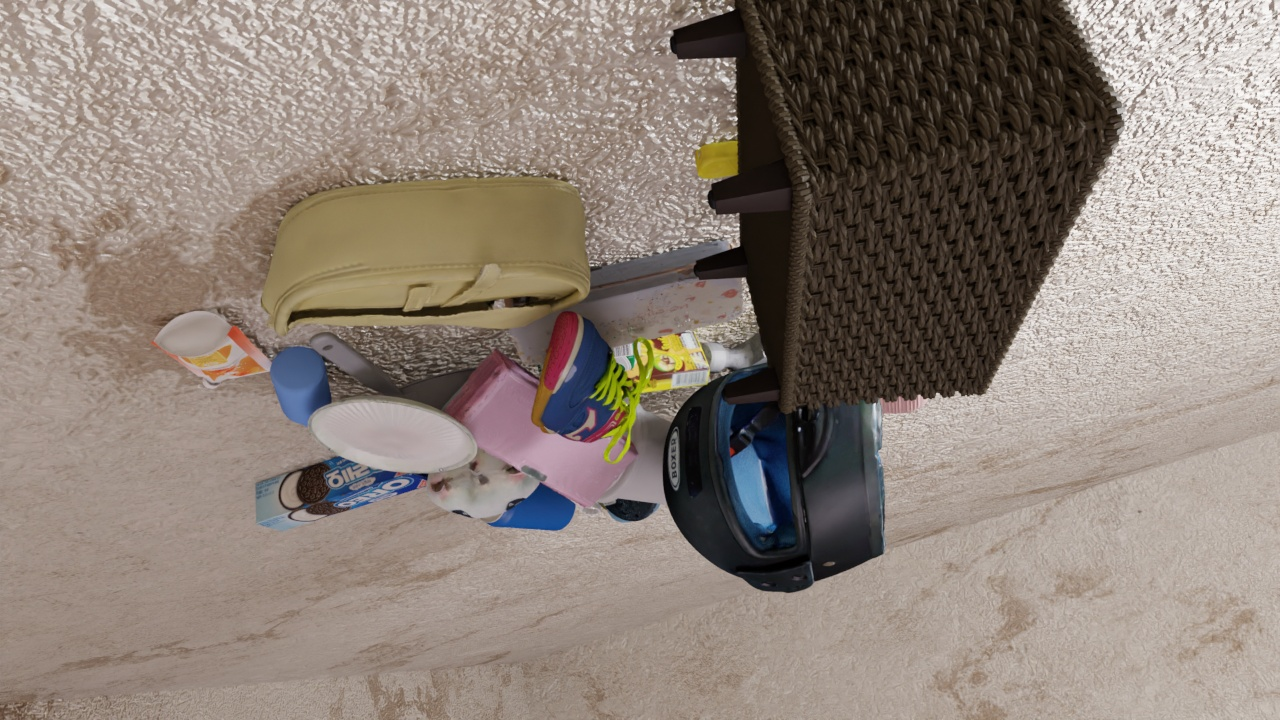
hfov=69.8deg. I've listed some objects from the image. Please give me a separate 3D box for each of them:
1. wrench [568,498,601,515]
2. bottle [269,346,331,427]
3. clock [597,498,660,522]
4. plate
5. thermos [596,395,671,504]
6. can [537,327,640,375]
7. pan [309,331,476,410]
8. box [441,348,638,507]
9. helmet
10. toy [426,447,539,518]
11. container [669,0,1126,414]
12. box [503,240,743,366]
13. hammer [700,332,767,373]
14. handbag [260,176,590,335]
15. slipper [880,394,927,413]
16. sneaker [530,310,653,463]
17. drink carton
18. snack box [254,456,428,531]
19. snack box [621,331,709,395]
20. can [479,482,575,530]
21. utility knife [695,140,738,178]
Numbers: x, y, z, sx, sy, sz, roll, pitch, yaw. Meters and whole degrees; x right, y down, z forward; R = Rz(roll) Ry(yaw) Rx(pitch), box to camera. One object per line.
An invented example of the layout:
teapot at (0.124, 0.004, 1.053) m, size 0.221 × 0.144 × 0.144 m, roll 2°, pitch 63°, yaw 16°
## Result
wrench at (-0.130, 0.146, 1.203) m, size 0.047 × 0.009 × 0.273 m, roll -14°, pitch 142°, yaw 27°
bottle at (-0.325, 0.035, 0.889) m, size 0.048 × 0.048 × 0.131 m, roll -6°, pitch 157°, yaw -16°
clock at (-0.020, 0.164, 1.273) m, size 0.162 × 0.118 × 0.059 m, roll -27°, pitch 177°, yaw 41°
plate at (-0.231, 0.069, 0.865) m, size 0.157 × 0.014 × 0.157 m, roll 3°, pitch 150°, yaw 1°
thermos at (0.030, 0.129, 1.150) m, size 0.221 × 0.131 × 0.132 m, roll 20°, pitch 143°, yaw -34°
can at (-0.053, -0.010, 0.921) m, size 0.101 × 0.053 × 0.053 m, roll -8°, pitch 157°, yaw -12°
pan at (-0.234, 0.042, 0.909) m, size 0.201 × 0.050 × 0.357 m, roll -23°, pitch 165°, yaw 1°
box at (-0.098, 0.077, 0.956) m, size 0.098 × 0.037 × 0.232 m, roll -50°, pitch 134°, yaw 4°
helmet at (0.140, 0.117, 0.990) m, size 0.236 × 0.248 × 0.316 m, roll -4°, pitch 158°, yaw 13°
toy at (-0.185, 0.145, 1.121) m, size 0.139 × 0.101 × 0.180 m, roll -11°, pitch 162°, yaw 2°
container at (0.142, -0.100, 0.626) m, size 0.205 × 0.176 × 0.321 m, roll -11°, pitch 152°, yaw 1°
box at (-0.015, -0.056, 0.846) m, size 0.216 × 0.062 × 0.081 m, roll -13°, pitch 154°, yaw -1°
hammer at (0.200, -0.062, 0.964) m, size 0.139 × 0.035 × 0.314 m, roll 2°, pitch 153°, yaw -36°
handbag at (-0.162, -0.063, 0.700) m, size 0.232 × 0.088 × 0.191 m, roll -2°, pitch 158°, yaw -26°
slipper at (0.248, 0.014, 1.109) m, size 0.198 × 0.081 × 0.093 m, roll 2°, pitch 147°, yaw 25°
sneaker at (-0.037, 0.018, 0.792) m, size 0.091 × 0.116 × 0.242 m, roll 16°, pitch 166°, yaw 1°
drink carton at (-0.369, -0.003, 0.804) m, size 0.069 × 0.039 × 0.122 m, roll -11°, pitch 164°, yaw -7°
snack box at (-0.367, 0.153, 1.134) m, size 0.227 × 0.059 × 0.059 m, roll -18°, pitch 153°, yaw 12°
snack box at (-0.006, 0.006, 0.970) m, size 0.148 × 0.061 × 0.026 m, roll -7°, pitch 135°, yaw -13°
can at (-0.165, 0.205, 1.334) m, size 0.079 × 0.078 × 0.146 m, roll -27°, pitch 153°, yaw 31°
utility knife at (0.146, -0.166, 0.705) m, size 0.213 × 0.020 × 0.029 m, roll -8°, pitch 157°, yaw -7°
